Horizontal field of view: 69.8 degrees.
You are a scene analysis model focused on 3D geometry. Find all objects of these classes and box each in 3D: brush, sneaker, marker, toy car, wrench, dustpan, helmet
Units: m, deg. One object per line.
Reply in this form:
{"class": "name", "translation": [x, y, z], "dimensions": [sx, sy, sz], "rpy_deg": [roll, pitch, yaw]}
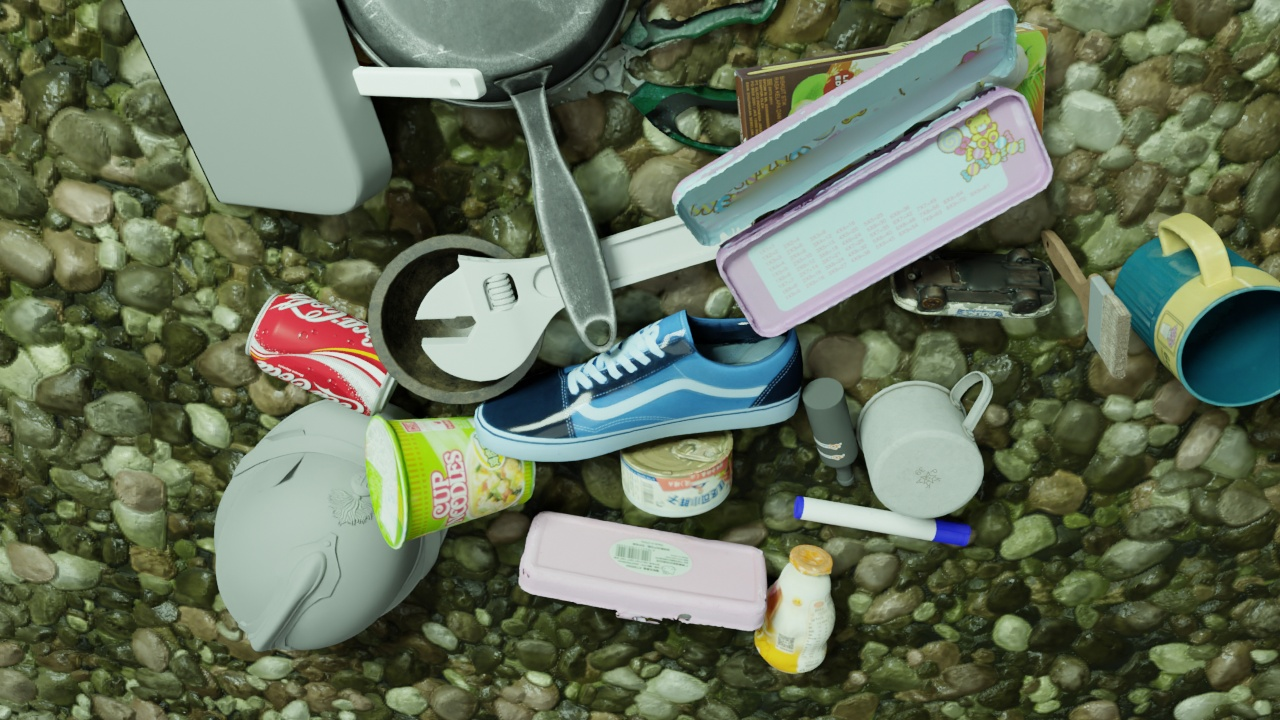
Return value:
{"class": "brush", "translation": [0.279, -0.049, 0.582], "dimensions": [0.008, 0.142, 0.045], "rpy_deg": [-9, 125, 9]}
{"class": "sneaker", "translation": [-0.004, 0.004, 0.658], "dimensions": [0.241, 0.083, 0.098], "rpy_deg": [-8, 129, -2]}
{"class": "marker", "translation": [0.198, 0.131, 0.753], "dimensions": [0.141, 0.020, 0.020], "rpy_deg": [10, 118, -2]}
{"class": "toy car", "translation": [0.230, -0.051, 0.642], "dimensions": [0.113, 0.048, 0.041], "rpy_deg": [3, 149, 3]}
{"class": "wrench", "translation": [-0.019, -0.056, 0.632], "dimensions": [0.273, 0.018, 0.087], "rpy_deg": [-16, 109, -4]}
{"class": "dustpan", "translation": [-0.202, -0.166, 0.557], "dimensions": [0.258, 0.033, 0.163], "rpy_deg": [12, 131, 31]}
{"class": "helmet", "translation": [-0.265, 0.163, 0.743], "dimensions": [0.183, 0.117, 0.272], "rpy_deg": [33, 113, -13]}

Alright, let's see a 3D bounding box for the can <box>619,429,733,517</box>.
{"class": "can", "translation": [0.028, 0.077, 0.698], "dimensions": [0.086, 0.086, 0.043], "rpy_deg": [-2, 119, 4]}

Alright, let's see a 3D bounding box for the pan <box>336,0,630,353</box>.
{"class": "pan", "translation": [-0.071, -0.167, 0.562], "dimensions": [0.187, 0.055, 0.357], "rpy_deg": [-18, 104, -4]}

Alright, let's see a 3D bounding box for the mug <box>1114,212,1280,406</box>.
{"class": "mug", "translation": [0.368, -0.044, 0.601], "dimensions": [0.083, 0.107, 0.113], "rpy_deg": [-22, 114, 16]}

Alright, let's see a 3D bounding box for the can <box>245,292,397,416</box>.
{"class": "can", "translation": [-0.231, -0.006, 0.682], "dimensions": [0.104, 0.064, 0.064], "rpy_deg": [25, 116, -9]}

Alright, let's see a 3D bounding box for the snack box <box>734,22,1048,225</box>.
{"class": "snack box", "translation": [0.159, -0.148, 0.589], "dimensions": [0.186, 0.031, 0.101], "rpy_deg": [-9, 117, 1]}

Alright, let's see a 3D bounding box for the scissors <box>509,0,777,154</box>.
{"class": "scissors", "translation": [0.005, -0.208, 0.587], "dimensions": [0.209, 0.015, 0.147], "rpy_deg": [8, 121, -2]}

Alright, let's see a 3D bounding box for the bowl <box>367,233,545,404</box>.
{"class": "bowl", "translation": [-0.131, -0.035, 0.662], "dimensions": [0.121, 0.056, 0.121], "rpy_deg": [-3, 108, -9]}

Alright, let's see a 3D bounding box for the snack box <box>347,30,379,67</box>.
{"class": "snack box", "translation": [-0.185, -0.214, 0.587], "dimensions": [0.141, 0.031, 0.051], "rpy_deg": [-1, 118, 4]}

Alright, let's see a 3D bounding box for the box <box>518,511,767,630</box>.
{"class": "box", "translation": [-0.001, 0.194, 0.769], "dimensions": [0.202, 0.086, 0.103], "rpy_deg": [10, 130, -2]}

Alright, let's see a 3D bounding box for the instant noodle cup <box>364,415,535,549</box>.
{"class": "instant noodle cup", "translation": [-0.142, 0.083, 0.693], "dimensions": [0.107, 0.099, 0.099], "rpy_deg": [-7, 123, -30]}

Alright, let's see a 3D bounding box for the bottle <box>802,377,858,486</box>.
{"class": "bottle", "translation": [0.149, 0.061, 0.702], "dimensions": [0.030, 0.030, 0.113], "rpy_deg": [-15, 135, 11]}

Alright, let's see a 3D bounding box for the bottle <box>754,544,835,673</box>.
{"class": "bottle", "translation": [0.134, 0.209, 0.775], "dimensions": [0.063, 0.063, 0.109], "rpy_deg": [7, 115, 0]}

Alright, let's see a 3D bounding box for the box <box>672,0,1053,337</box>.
{"class": "box", "translation": [0.136, -0.112, 0.559], "dimensions": [0.214, 0.048, 0.150], "rpy_deg": [-29, 135, 11]}

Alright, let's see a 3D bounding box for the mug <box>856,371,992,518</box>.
{"class": "mug", "translation": [0.219, 0.058, 0.685], "dimensions": [0.084, 0.070, 0.113], "rpy_deg": [38, 115, -15]}
